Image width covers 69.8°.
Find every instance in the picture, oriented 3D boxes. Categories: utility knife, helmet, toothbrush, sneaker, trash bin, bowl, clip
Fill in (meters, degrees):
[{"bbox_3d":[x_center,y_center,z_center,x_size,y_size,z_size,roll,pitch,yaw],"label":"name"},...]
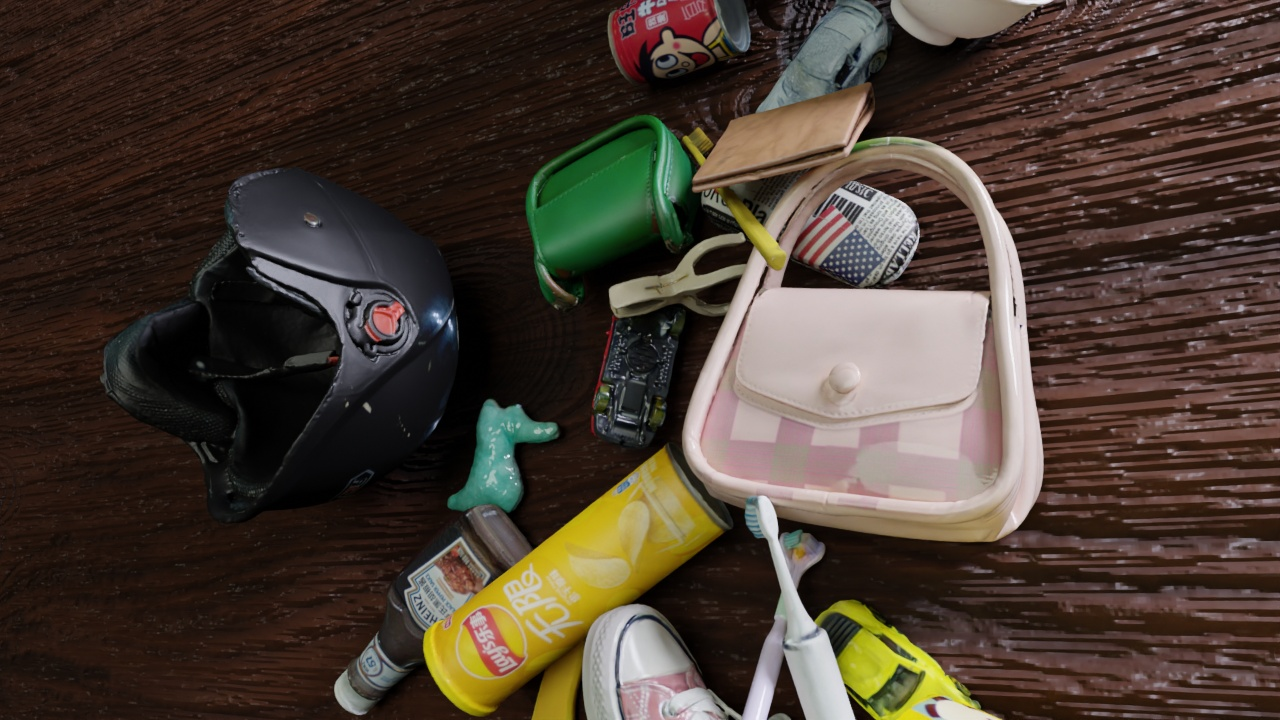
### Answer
[{"bbox_3d":[-0.052,0.221,0.640,0.033,0.015,0.156,12,81,27],"label":"utility knife"},{"bbox_3d":[-0.251,-0.008,0.701,0.234,0.229,0.274,-34,59,35],"label":"helmet"},{"bbox_3d":[0.072,0.173,0.515,0.029,0.021,0.188,12,44,16],"label":"toothbrush"},{"bbox_3d":[0.047,0.245,0.520,0.088,0.118,0.241,-40,63,35],"label":"sneaker"},{"bbox_3d":[0.199,0.278,0.357,0.255,0.229,0.229,21,86,39],"label":"trash bin"},{"bbox_3d":[0.098,0.180,0.505,0.026,0.026,0.221,-18,90,48],"label":"toothbrush"},{"bbox_3d":[0.060,-0.113,0.608,0.017,0.015,0.190,-39,35,13],"label":"toothbrush"},{"bbox_3d":[0.201,-0.245,0.591,0.065,0.118,0.118,121,136,-52],"label":"bowl"},{"bbox_3d":[0.035,-0.058,0.621,0.095,0.101,0.035,-51,46,52],"label":"clip"}]

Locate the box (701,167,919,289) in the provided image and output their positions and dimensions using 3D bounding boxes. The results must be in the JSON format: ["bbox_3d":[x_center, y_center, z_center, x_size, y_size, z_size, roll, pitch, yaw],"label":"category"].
[{"bbox_3d":[0.112,-0.098,0.627,0.164,0.052,0.069,33,108,34],"label":"box"}]

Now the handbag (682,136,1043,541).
[{"bbox_3d":[0.136,-0.017,0.545,0.194,0.093,0.234,4,81,30],"label":"handbag"}]

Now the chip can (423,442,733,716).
[{"bbox_3d":[-0.042,0.146,0.607,0.213,0.072,0.072,-38,59,8],"label":"chip can"}]

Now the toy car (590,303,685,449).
[{"bbox_3d":[-0.004,0.004,0.653,0.053,0.045,0.120,17,78,-10],"label":"toy car"}]

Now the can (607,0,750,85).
[{"bbox_3d":[0.029,-0.254,0.704,0.094,0.066,0.066,-10,70,28],"label":"can"}]

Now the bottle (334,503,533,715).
[{"bbox_3d":[-0.161,0.195,0.693,0.195,0.044,0.080,-46,73,16],"label":"bottle"}]

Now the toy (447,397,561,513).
[{"bbox_3d":[-0.106,0.073,0.709,0.097,0.030,0.091,-3,76,24],"label":"toy"}]

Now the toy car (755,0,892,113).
[{"bbox_3d":[0.126,-0.197,0.649,0.054,0.036,0.121,41,101,32],"label":"toy car"}]

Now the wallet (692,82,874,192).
[{"bbox_3d":[0.093,-0.142,0.588,0.101,0.020,0.115,-9,27,27],"label":"wallet"}]

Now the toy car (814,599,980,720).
[{"bbox_3d":[0.142,0.182,0.525,0.105,0.032,0.048,39,96,32],"label":"toy car"}]

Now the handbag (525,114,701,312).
[{"bbox_3d":[-0.020,-0.106,0.674,0.132,0.068,0.120,-20,53,25],"label":"handbag"}]
